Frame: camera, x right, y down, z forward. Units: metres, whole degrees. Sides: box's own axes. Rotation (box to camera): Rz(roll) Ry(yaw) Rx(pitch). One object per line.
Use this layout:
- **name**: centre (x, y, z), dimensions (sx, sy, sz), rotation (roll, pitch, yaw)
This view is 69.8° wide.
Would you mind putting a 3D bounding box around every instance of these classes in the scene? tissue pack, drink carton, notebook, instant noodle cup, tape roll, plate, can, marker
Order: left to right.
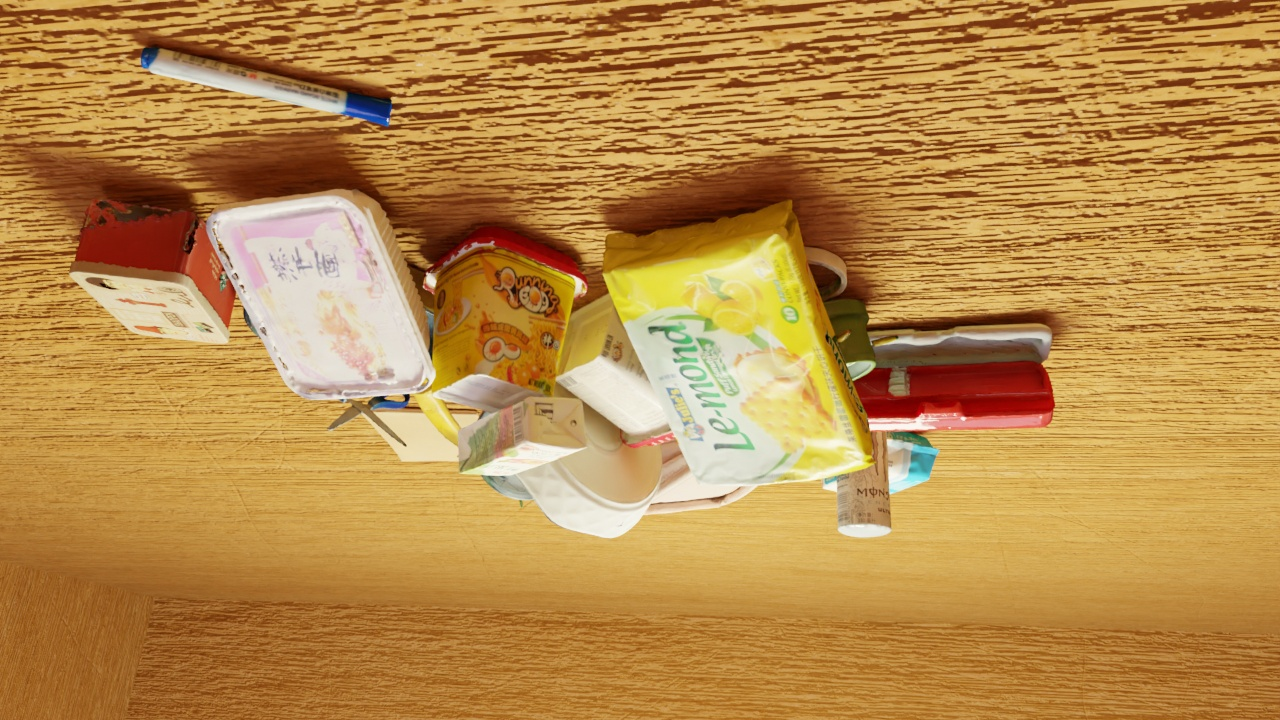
- **marker**: centre (-0.229, -0.170, 0.569), dimensions (0.145, 0.016, 0.017), rotation (10, 157, -15)
- **instant noodle cup**: centre (-0.235, -0.056, 0.712), dimensions (0.138, 0.060, 0.174), rotation (-4, 122, 17)
- **notebook**: centre (-0.276, 0.104, 1.242), dimensions (0.149, 0.012, 0.212), rotation (2, 157, 2)
- **instant noodle cup**: centre (-0.117, -0.027, 0.758), dimensions (0.116, 0.123, 0.116), rotation (20, 153, -35)
- **drink carton**: centre (-0.099, 0.062, 0.744), dimensions (0.053, 0.045, 0.123), rotation (7, 161, -36)
- **plate**: centre (-0.052, 0.069, 0.893), dimensions (0.204, 0.204, 0.046), rotation (23, 135, -40)
- **instant noodle cup**: centre (-0.005, 0.005, 0.849), dimensions (0.124, 0.116, 0.117), rotation (31, 146, -29)
- **tape roll**: centre (0.128, -0.069, 0.765), dimensions (0.086, 0.013, 0.086), rotation (3, 157, 1)
- **can**: centre (0.250, 0.122, 1.034), dimensions (0.058, 0.146, 0.058), rotation (3, 158, 1)
- **tissue pack**: centre (0.293, 0.127, 1.146), dimensions (0.090, 0.063, 0.140), rotation (12, 155, -17)

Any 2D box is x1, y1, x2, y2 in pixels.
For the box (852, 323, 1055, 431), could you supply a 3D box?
- **box**: centre (0.278, 0.004, 0.863), dimensions (0.202, 0.095, 0.098), rotation (-3, 126, 18)

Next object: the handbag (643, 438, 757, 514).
- **handbag**: centre (0.106, 0.093, 1.047), dimensions (0.193, 0.093, 0.235), rotation (1, 152, -46)

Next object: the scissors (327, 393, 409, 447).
- **scissors**: centre (-0.309, 0.044, 0.996), dimensions (0.162, 0.012, 0.173), rotation (29, -165, 3)

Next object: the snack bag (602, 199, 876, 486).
- **snack bag**: centre (0.084, -0.006, 0.728), dimensions (0.158, 0.068, 0.246), rotation (-10, 118, 30)

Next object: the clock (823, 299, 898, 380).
- **clock**: centre (0.139, 0.001, 0.824), dimensions (0.162, 0.056, 0.116), rotation (-28, 160, 36)

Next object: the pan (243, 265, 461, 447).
- **pan**: centre (-0.239, 0.008, 0.917), dimensions (0.198, 0.078, 0.357), rotation (-3, 156, 17)

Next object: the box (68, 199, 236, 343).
- **box**: centre (-0.396, -0.076, 0.762), dimensions (0.091, 0.077, 0.169), rotation (7, 163, -11)

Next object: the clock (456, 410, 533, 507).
- **clock**: centre (-0.109, 0.070, 0.970), dimensions (0.117, 0.158, 0.060), rotation (42, 175, -15)
